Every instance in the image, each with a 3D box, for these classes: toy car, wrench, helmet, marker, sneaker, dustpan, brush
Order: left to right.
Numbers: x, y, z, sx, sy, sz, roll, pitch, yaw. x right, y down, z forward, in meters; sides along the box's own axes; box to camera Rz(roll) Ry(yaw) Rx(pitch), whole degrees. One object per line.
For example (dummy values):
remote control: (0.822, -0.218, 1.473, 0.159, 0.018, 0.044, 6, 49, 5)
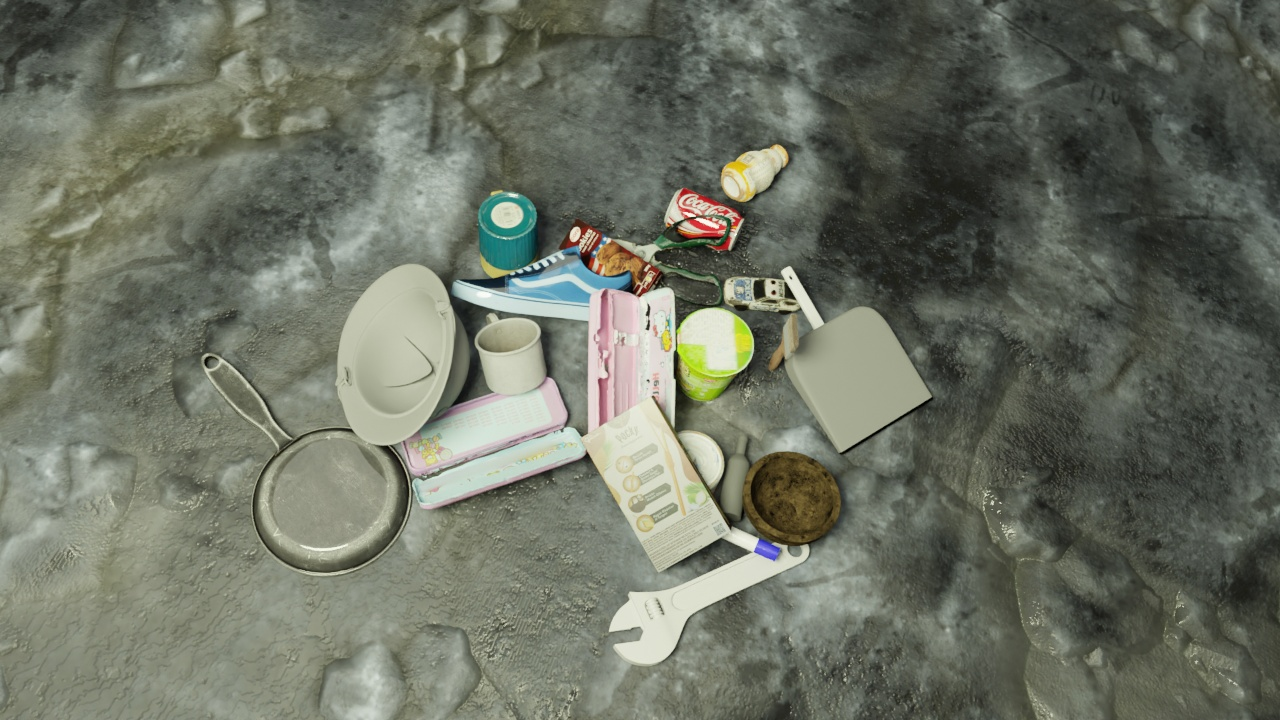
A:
helmet: (-0.274, 0.009, 1.153, 0.183, 0.117, 0.270, -33, 50, 14)
sneaker: (-0.127, -0.110, 1.229, 0.241, 0.083, 0.098, 6, 98, -11)
wrench: (0.090, 0.285, 1.108, 0.273, 0.018, 0.086, -19, 67, -16)
marker: (0.104, 0.211, 1.137, 0.141, 0.020, 0.020, 23, 63, 13)
toy car: (0.174, -0.095, 1.297, 0.113, 0.041, 0.048, 4, 62, -4)
brush: (0.185, -0.015, 1.198, 0.008, 0.143, 0.045, 1, 71, -5)
dustpan: (0.268, -0.020, 1.261, 0.163, 0.033, 0.257, -28, 85, -18)

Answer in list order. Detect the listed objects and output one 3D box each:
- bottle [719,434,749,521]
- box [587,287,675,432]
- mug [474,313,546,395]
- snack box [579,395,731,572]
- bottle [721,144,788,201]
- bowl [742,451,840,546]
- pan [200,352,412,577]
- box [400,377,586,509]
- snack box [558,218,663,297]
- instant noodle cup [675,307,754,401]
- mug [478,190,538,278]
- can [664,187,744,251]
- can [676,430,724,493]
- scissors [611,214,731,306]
bottle: (0.123, 0.147, 1.173, 0.030, 0.030, 0.112, 14, 62, 1)
box: (-0.004, 0.007, 1.155, 0.086, 0.103, 0.201, 8, 79, -47)
mug: (-0.172, -0.012, 1.192, 0.084, 0.071, 0.113, -21, 36, -19)
snack box: (0.019, 0.148, 1.109, 0.101, 0.031, 0.186, -31, 87, 7)
bottle: (0.174, -0.286, 1.382, 0.108, 0.063, 0.063, -36, 72, -24)
bowl: (0.183, 0.180, 1.147, 0.121, 0.056, 0.121, 3, 57, -5)
pan: (-0.433, 0.108, 1.128, 0.187, 0.055, 0.357, -41, 78, -23)
box: (-0.186, 0.106, 1.149, 0.214, 0.049, 0.149, -18, 46, -15)
snack box: (-0.041, -0.140, 1.288, 0.141, 0.031, 0.051, 33, 94, 11)
instant noodle cup: (0.089, 0.000, 1.200, 0.099, 0.108, 0.098, 2, 63, -5)
mug: (-0.186, -0.182, 1.264, 0.083, 0.107, 0.113, -14, 65, -11)
can: (0.092, -0.202, 1.328, 0.105, 0.064, 0.064, 25, 63, 6)
can: (0.061, 0.135, 1.165, 0.086, 0.043, 0.086, 3, 61, -5)
scissors: (0.032, -0.128, 1.301, 0.210, 0.015, 0.146, -9, 91, 10)
